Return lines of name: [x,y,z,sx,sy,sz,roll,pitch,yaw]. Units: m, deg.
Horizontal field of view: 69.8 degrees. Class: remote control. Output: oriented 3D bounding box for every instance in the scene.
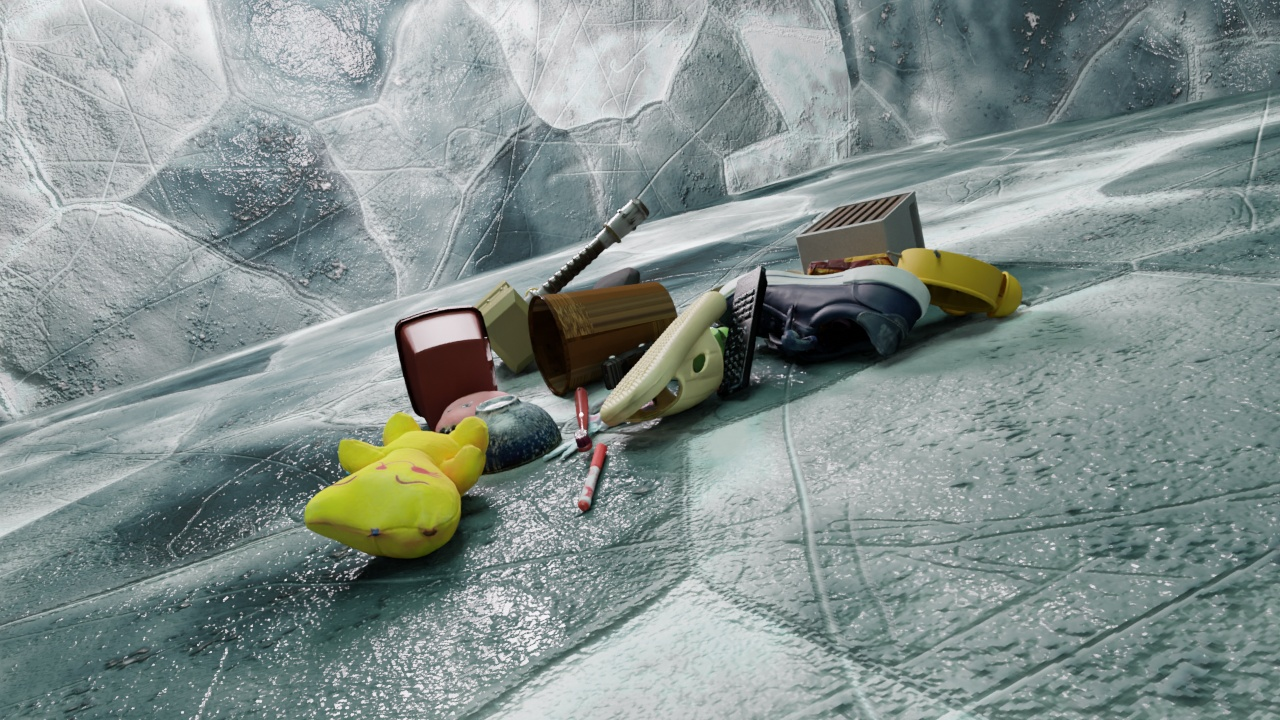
remote control: [0.115,-0.030,1.004,0.047,0.022,0.150,-29,42,55]

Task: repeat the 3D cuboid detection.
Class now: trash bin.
trash bin: [0.309,-0.147,1.254,0.115,0.114,0.228,-8,15,29]

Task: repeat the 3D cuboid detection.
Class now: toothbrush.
toothbrush: [-0.064,0.059,0.993,0.016,0.016,0.189,-19,15,1]

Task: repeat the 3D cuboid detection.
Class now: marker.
marker: [-0.044,0.105,0.843,0.013,0.013,0.142,-14,13,7]

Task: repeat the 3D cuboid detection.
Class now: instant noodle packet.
instant noodle packet: [0.263,-0.086,1.096,0.099,0.039,0.135,-8,-25,30]

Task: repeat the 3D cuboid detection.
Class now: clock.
clock: [0.346,-0.084,1.005,0.151,0.052,0.114,18,-3,-27]
clock: [0.067,-0.011,1.132,0.095,0.042,0.119,-6,16,32]

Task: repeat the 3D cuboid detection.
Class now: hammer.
hammer: [-0.115,-0.135,1.437,0.324,0.100,0.190,-42,16,-3]

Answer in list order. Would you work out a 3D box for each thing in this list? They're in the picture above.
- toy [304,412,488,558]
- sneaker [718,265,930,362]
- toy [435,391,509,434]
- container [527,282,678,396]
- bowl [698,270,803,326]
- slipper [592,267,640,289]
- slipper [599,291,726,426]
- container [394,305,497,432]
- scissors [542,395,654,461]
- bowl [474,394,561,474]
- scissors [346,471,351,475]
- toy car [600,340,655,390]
toy: [-0.215,0.117,0.836,0.134,0.087,0.193,3,19,3]
sneaker: [0.177,-0.036,1.046,0.295,0.120,0.127,3,57,53]
toy: [-0.197,0.069,1.079,0.090,0.051,0.109,-13,14,15]
container: [-0.046,-0.038,1.206,0.167,0.132,0.132,-15,12,-23]
bowl: [0.161,-0.081,1.291,0.152,0.050,0.152,-15,13,3]
slipper: [-0.038,-0.058,1.390,0.113,0.076,0.267,-20,26,18]
slipper: [0.043,0.010,0.990,0.112,0.079,0.260,-37,8,36]
container: [-0.251,0.002,1.213,0.127,0.148,0.201,-13,21,-14]
scissors: [-0.058,0.073,1.001,0.103,0.016,0.178,-1,23,44]
bowl: [-0.149,0.073,0.993,0.114,0.061,0.114,-16,14,4]
scissors: [-0.291,0.116,1.083,0.134,0.015,0.135,-16,8,3]
toy car: [-0.007,0.007,1.141,0.092,0.040,0.037,-23,16,-37]
